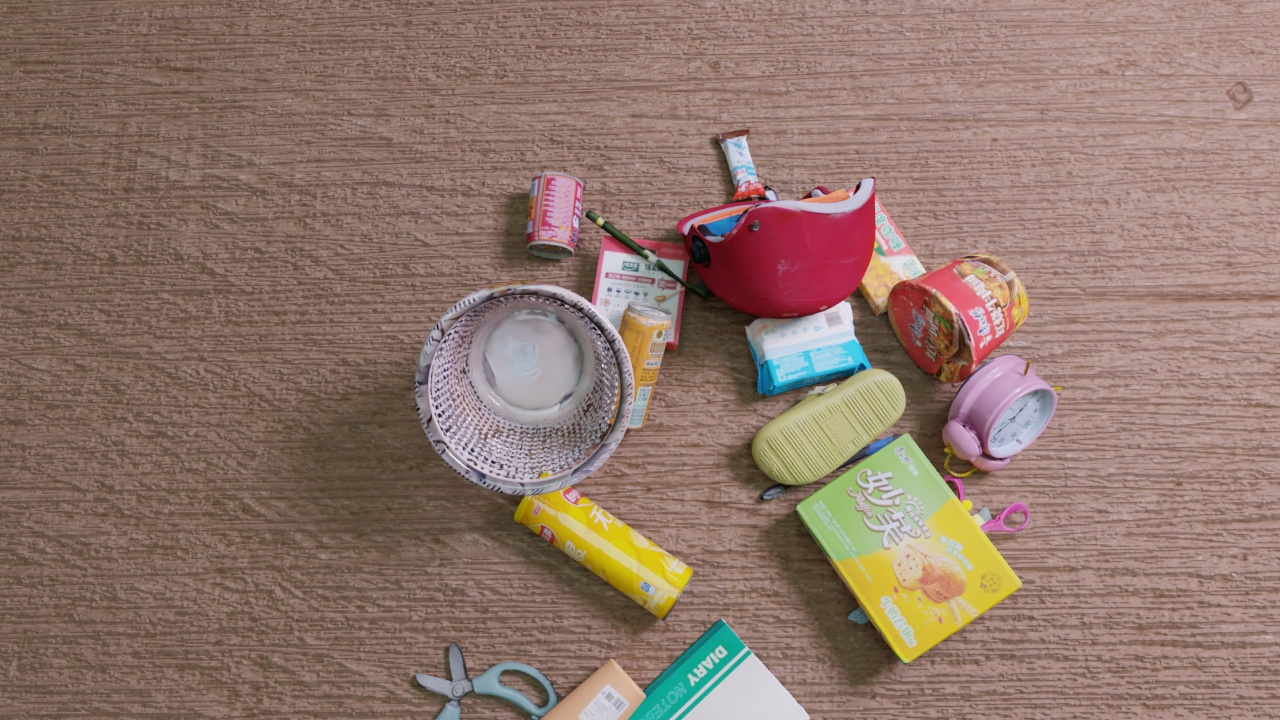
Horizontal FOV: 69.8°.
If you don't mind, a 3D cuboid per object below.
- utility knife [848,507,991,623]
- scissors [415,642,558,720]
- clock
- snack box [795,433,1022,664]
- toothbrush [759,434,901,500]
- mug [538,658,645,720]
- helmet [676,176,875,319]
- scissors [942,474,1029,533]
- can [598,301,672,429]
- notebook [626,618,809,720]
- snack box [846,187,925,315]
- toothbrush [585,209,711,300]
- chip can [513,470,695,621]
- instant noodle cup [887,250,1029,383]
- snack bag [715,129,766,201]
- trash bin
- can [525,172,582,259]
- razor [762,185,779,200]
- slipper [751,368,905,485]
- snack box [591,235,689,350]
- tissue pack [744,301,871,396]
[{"bbox_3d":[0.332,0.244,1.076,0.213,0.022,0.031,-34,76,-12],"label":"utility knife"},{"bbox_3d":[-0.175,0.409,1.062,0.179,0.019,0.170,-8,77,1],"label":"scissors"},{"bbox_3d":[0.409,0.071,1.061,0.159,0.117,0.060,-52,43,14],"label":"clock"},{"bbox_3d":[0.298,0.212,1.043,0.157,0.070,0.210,-34,74,0],"label":"snack box"},{"bbox_3d":[0.231,0.128,1.107,0.189,0.016,0.014,-23,83,-4],"label":"toothbrush"},{"bbox_3d":[-0.057,0.400,1.032,0.122,0.078,0.078,-43,80,-11],"label":"mug"},{"bbox_3d":[0.159,-0.122,1.069,0.206,0.240,0.144,-21,104,-32],"label":"helmet"},{"bbox_3d":[0.394,0.196,1.074,0.135,0.017,0.133,-10,72,5],"label":"scissors"},{"bbox_3d":[-0.006,0.006,1.091,0.058,0.058,0.146,16,106,5],"label":"can"},{"bbox_3d":[0.068,0.424,1.053,0.209,0.012,0.150,-42,79,-6],"label":"notebook"},{"bbox_3d":[0.291,-0.141,1.155,0.077,0.027,0.155,-29,79,-5],"label":"snack box"},{"bbox_3d":[0.009,-0.132,1.124,0.186,0.012,0.017,36,77,9],"label":"toothbrush"},{"bbox_3d":[-0.042,0.215,1.071,0.213,0.072,0.072,33,81,7],"label":"chip can"},{"bbox_3d":[0.379,-0.058,1.087,0.108,0.138,0.138,-32,79,-14],"label":"instant noodle cup"},{"bbox_3d":[0.129,-0.252,1.184,0.048,0.026,0.104,-10,76,1],"label":"snack bag"},{"bbox_3d":[-0.126,0.016,1.035,0.227,0.192,0.227,-1,100,-4],"label":"trash bin"},{"bbox_3d":[-0.109,-0.181,1.158,0.066,0.066,0.093,4,78,3],"label":"can"},{"bbox_3d":[0.193,-0.165,1.166,0.042,0.022,0.142,-27,78,-5],"label":"razor"},{"bbox_3d":[0.222,0.074,1.089,0.191,0.081,0.091,-32,100,10],"label":"slipper"},{"bbox_3d":[-0.001,-0.084,1.145,0.113,0.044,0.127,8,80,4],"label":"snack box"},{"bbox_3d":[0.200,-0.014,1.113,0.140,0.063,0.090,-14,75,-2],"label":"tissue pack"}]
